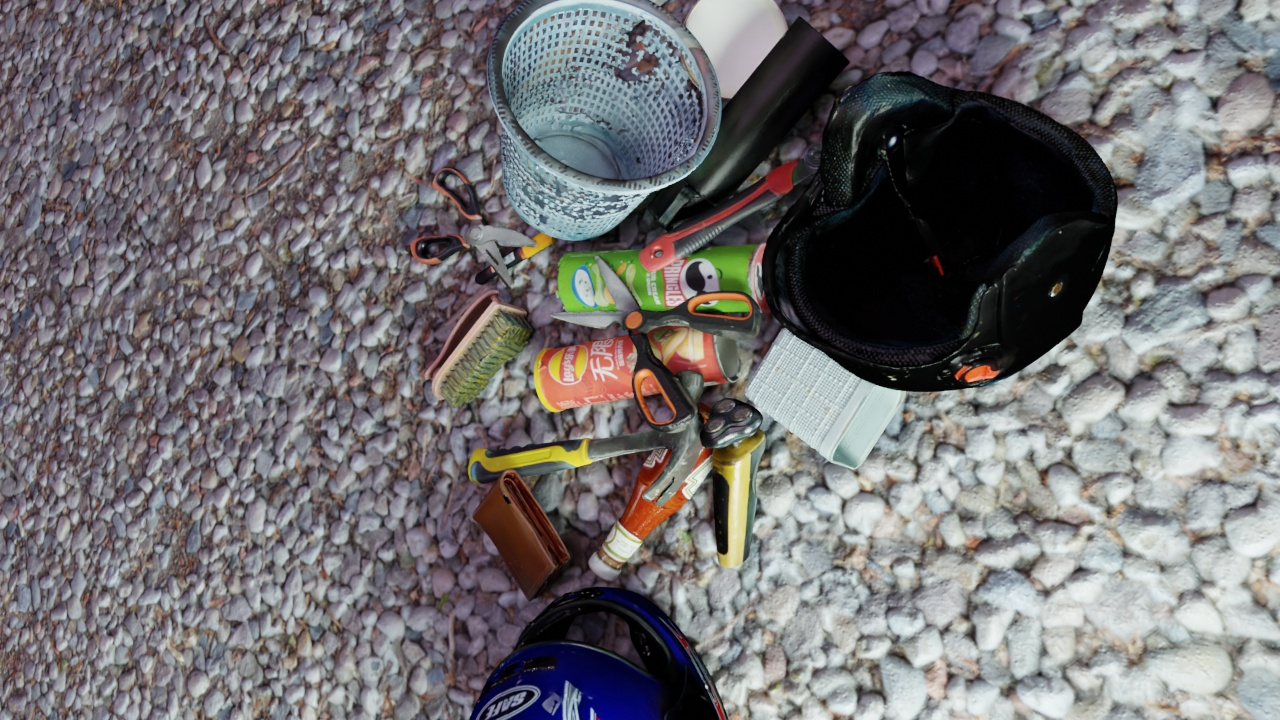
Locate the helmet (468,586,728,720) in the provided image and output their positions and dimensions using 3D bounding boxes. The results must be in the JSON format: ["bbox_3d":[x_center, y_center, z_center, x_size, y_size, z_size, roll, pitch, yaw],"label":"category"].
[{"bbox_3d":[-0.046,0.361,0.827,0.248,0.240,0.315,-31,67,18],"label":"helmet"}]

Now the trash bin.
[{"bbox_3d":[-0.055,-0.230,0.944,0.226,0.195,0.226,5,71,-15],"label":"trash bin"}]

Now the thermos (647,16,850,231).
[{"bbox_3d":[0.104,-0.226,0.929,0.068,0.089,0.243,40,109,-4],"label":"thermos"}]

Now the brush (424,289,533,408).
[{"bbox_3d":[-0.196,-0.011,1.078,0.146,0.063,0.073,-49,67,14],"label":"brush"}]

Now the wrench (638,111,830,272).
[{"bbox_3d":[0.117,-0.170,0.920,0.273,0.016,0.056,-35,61,0],"label":"wrench"}]

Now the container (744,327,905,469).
[{"bbox_3d":[0.169,0.031,0.858,0.111,0.090,0.090,36,98,32],"label":"container"}]

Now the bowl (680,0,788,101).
[{"bbox_3d":[0.094,-0.337,0.969,0.114,0.113,0.062,-44,21,14],"label":"bowl"}]

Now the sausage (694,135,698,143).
[{"bbox_3d":[0.122,-0.267,0.975,0.165,0.021,0.021,-29,68,21],"label":"sausage"}]

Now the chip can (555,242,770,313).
[{"bbox_3d":[0.024,-0.085,0.967,0.236,0.072,0.072,2,81,29],"label":"chip can"}]

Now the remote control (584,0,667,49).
[{"bbox_3d":[-0.014,-0.417,1.076,0.125,0.024,0.049,-34,66,20],"label":"remote control"}]

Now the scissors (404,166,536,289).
[{"bbox_3d":[-0.214,-0.162,1.134,0.227,0.015,0.188,-12,73,30],"label":"scissors"}]

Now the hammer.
[{"bbox_3d":[-0.069,0.099,0.966,0.324,0.032,0.126,-14,61,38],"label":"hammer"}]

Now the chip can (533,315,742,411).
[{"bbox_3d":[-0.006,0.006,0.965,0.217,0.073,0.073,-10,76,27],"label":"chip can"}]

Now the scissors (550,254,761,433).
[{"bbox_3d":[0.015,-0.029,0.901,0.229,0.021,0.220,-18,60,16],"label":"scissors"}]

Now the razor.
[{"bbox_3d":[0.087,0.120,0.879,0.062,0.067,0.167,26,122,54],"label":"razor"}]

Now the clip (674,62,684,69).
[{"bbox_3d":[0.064,-0.335,1.024,0.055,0.013,0.038,27,94,29],"label":"clip"}]

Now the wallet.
[{"bbox_3d":[-0.132,0.191,0.992,0.124,0.032,0.101,53,139,18],"label":"wallet"}]

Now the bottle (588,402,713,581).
[{"bbox_3d":[0.017,0.136,0.936,0.060,0.059,0.206,40,100,28],"label":"bottle"}]

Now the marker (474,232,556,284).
[{"bbox_3d":[-0.151,-0.123,1.102,0.124,0.015,0.018,-27,68,24],"label":"marker"}]

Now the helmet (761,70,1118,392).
[{"bbox_3d":[0.241,-0.083,0.746,0.275,0.230,0.233,-33,51,6],"label":"helmet"}]
